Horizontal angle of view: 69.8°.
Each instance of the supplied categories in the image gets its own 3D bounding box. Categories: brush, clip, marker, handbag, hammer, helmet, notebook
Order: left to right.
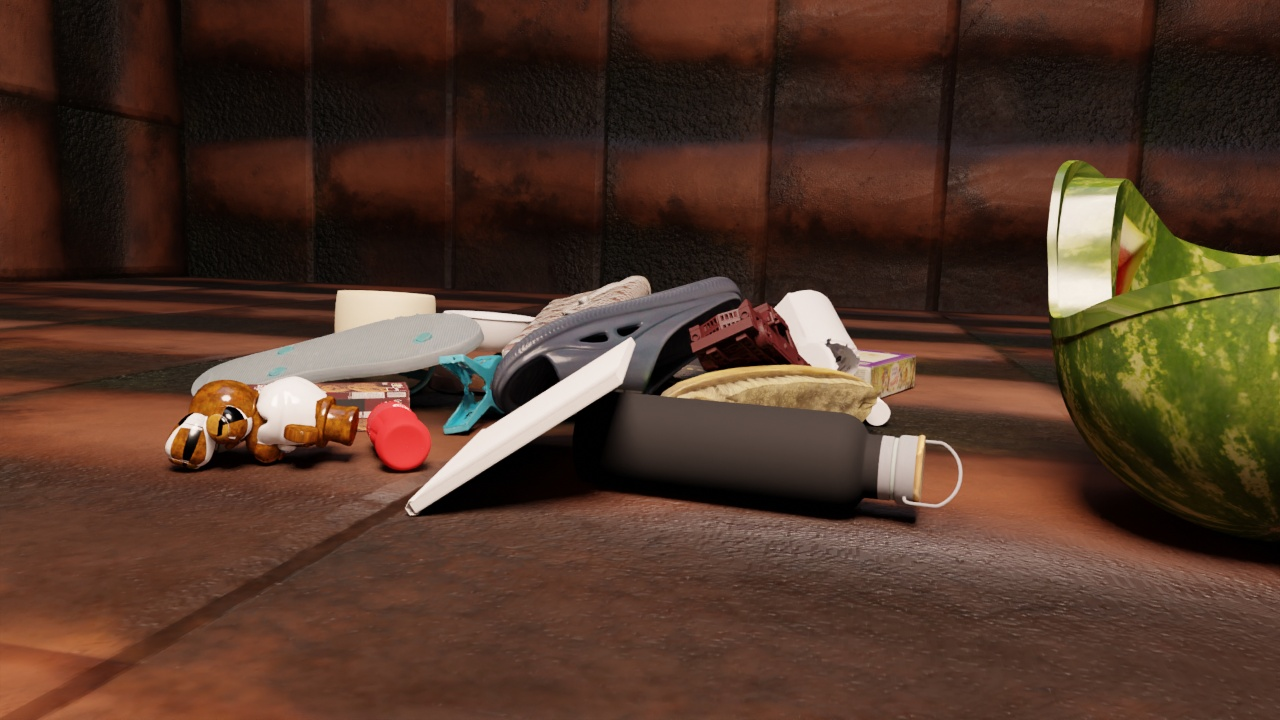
[{"bbox_3d":[-0.141,0.009,0.791,0.028,0.113,0.127,-1,-7,10],"label":"clip"},{"bbox_3d":[-0.168,0.002,1.086,0.115,0.033,0.322,4,7,1],"label":"hammer"},{"bbox_3d":[-0.069,0.035,0.615,0.143,0.009,0.209,-32,5,5],"label":"notebook"},{"bbox_3d":[-0.063,-0.044,0.975,0.124,0.047,0.185,-15,16,17],"label":"handbag"},{"bbox_3d":[0.109,0.036,0.768,0.195,0.059,0.043,-2,17,-16],"label":"brush"},{"bbox_3d":[0.222,0.041,0.900,0.027,0.023,0.133,24,8,1],"label":"marker"},{"bbox_3d":[0.356,-0.015,0.528,0.214,0.246,0.243,-15,-48,45],"label":"helmet"}]

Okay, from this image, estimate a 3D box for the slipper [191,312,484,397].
[{"bbox_3d":[-0.272,0.008,0.848,0.269,0.055,0.098,-10,31,2],"label":"slipper"}]

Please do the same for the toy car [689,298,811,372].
[{"bbox_3d":[0.103,-0.010,0.821,0.070,0.061,0.169,-25,-30,20],"label":"toy car"}]

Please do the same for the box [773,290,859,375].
[{"bbox_3d":[0.178,-0.003,0.943,0.092,0.083,0.165,29,27,-31],"label":"box"}]

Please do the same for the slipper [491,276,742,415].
[{"bbox_3d":[-0.005,0.005,0.830,0.267,0.111,0.083,-21,60,-27],"label":"slipper"}]

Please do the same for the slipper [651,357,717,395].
[{"bbox_3d":[0.002,-0.003,0.975,0.268,0.076,0.112,7,8,35],"label":"slipper"}]

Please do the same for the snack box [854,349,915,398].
[{"bbox_3d":[0.227,0.011,1.067,0.144,0.040,0.147,7,9,35],"label":"snack box"}]

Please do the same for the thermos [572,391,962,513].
[{"bbox_3d":[0.076,0.058,0.565,0.232,0.061,0.061,4,8,20],"label":"thermos"}]

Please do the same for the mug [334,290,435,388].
[{"bbox_3d":[-0.256,-0.019,0.944,0.096,0.100,0.120,6,6,17],"label":"mug"}]

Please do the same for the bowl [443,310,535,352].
[{"bbox_3d":[-0.170,-0.031,1.047,0.110,0.040,0.110,5,6,-1],"label":"bowl"}]

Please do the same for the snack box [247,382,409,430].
[{"bbox_3d":[-0.264,0.038,0.753,0.140,0.032,0.051,0,8,-19],"label":"snack box"}]

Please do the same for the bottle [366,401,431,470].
[{"bbox_3d":[-0.178,0.050,0.664,0.036,0.036,0.119,-1,7,-22],"label":"bottle"}]

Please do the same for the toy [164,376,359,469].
[{"bbox_3d":[-0.253,0.043,0.627,0.112,0.067,0.087,10,6,-7],"label":"toy"}]
